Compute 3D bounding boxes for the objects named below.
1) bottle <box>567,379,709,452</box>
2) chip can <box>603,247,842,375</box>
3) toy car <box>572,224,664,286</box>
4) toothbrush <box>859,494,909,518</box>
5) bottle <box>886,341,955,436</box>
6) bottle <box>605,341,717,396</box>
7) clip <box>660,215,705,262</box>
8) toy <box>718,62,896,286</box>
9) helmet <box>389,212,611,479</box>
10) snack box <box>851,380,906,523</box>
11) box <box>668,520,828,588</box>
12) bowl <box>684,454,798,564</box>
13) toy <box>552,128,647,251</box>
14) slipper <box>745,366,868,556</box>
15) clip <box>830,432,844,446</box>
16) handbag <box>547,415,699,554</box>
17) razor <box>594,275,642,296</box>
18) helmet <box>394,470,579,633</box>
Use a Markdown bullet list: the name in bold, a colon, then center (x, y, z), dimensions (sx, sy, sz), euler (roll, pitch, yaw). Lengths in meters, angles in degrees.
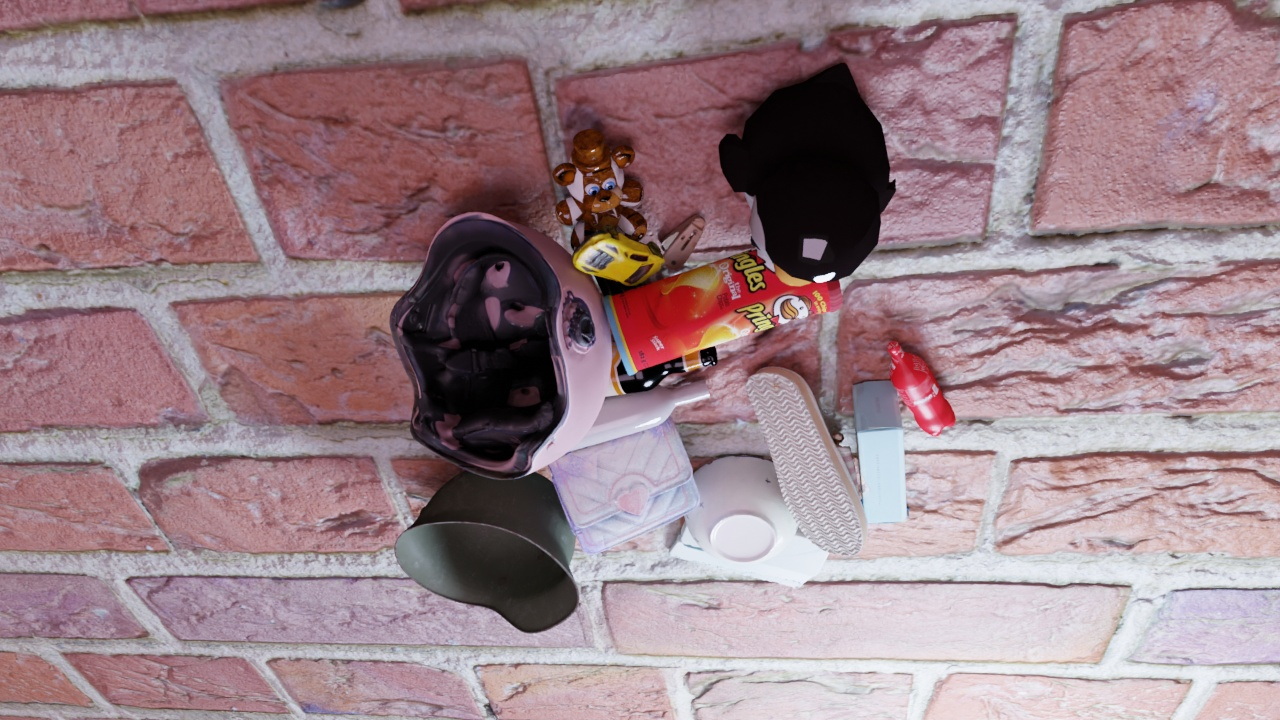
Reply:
- **bottle**: center (-0.017, 0.059, 1.051), dimensions (0.195, 0.052, 0.052), euler (-16, 132, 1)
- **chip can**: center (0.078, -0.057, 0.883), dimensions (0.213, 0.087, 0.087), euler (-18, 131, 3)
- **toy car**: center (-0.018, -0.095, 0.864), dimensions (0.106, 0.030, 0.049), euler (11, 136, -47)
- **toothbrush**: center (0.283, 0.177, 1.169), dimensions (0.135, 0.017, 0.022), euler (17, 131, -9)
- **bottle**: center (0.303, 0.029, 1.004), dimensions (0.042, 0.041, 0.141), euler (-22, 128, 26)
- **bottle**: center (-0.006, 0.006, 1.009), dimensions (0.182, 0.059, 0.059), euler (-8, 133, 14)
- **clip**: center (0.043, -0.123, 0.907), dimensions (0.026, 0.049, 0.061), euler (26, 173, -20)
- **toy**: center (0.146, -0.145, 0.756), dimensions (0.159, 0.183, 0.140), euler (14, 133, -6)
- **helmet**: center (-0.120, -0.018, 0.906), dimensions (0.231, 0.152, 0.255), euler (-6, 94, 41)
- **snack box**: center (0.277, 0.109, 1.063), dimensions (0.053, 0.074, 0.175), euler (-5, 134, 12)
- **box**: center (0.147, 0.261, 1.252), dimensions (0.197, 0.044, 0.136), euler (16, 134, -4)
- **bowl**: center (0.127, 0.200, 1.152), dimensions (0.153, 0.072, 0.154), euler (3, 123, 4)
- **toy**: center (-0.039, -0.158, 0.851), dimensions (0.087, 0.067, 0.113), euler (-19, 146, -7)
- **slipper**: center (0.198, 0.114, 1.067), dimensions (0.115, 0.052, 0.263), euler (3, 125, 48)
- **clip**: center (0.224, 0.105, 1.106), dimensions (0.026, 0.049, 0.061), euler (21, 174, -15)
- **handbag**: center (-0.019, 0.145, 1.089), dimensions (0.158, 0.069, 0.126), euler (-21, 112, -9)
- **razor**: center (-0.009, -0.075, 0.937), dimensions (0.064, 0.053, 0.140), euler (-28, 124, 14)
- **helmet**: center (-0.186, 0.221, 1.173), dimensions (0.269, 0.153, 0.227), euler (-21, 123, 31)
